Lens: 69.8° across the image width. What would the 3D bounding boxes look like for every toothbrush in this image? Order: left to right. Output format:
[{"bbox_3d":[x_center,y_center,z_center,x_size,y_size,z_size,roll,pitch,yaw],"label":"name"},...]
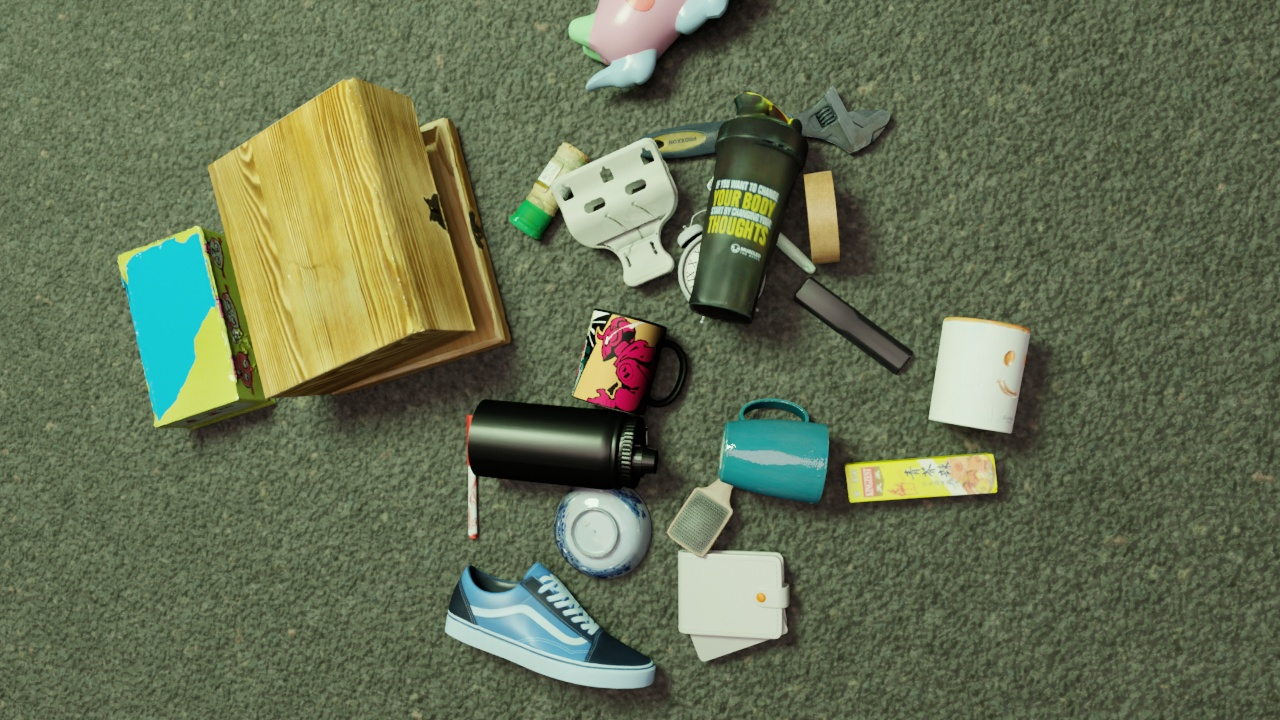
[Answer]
[{"bbox_3d":[0.132,-0.148,1.000,0.155,0.015,0.022,44,130,11],"label":"toothbrush"}]

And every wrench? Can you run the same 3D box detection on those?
[{"bbox_3d":[0.131,-0.249,1.002,0.273,0.022,0.073,-6,93,10],"label":"wrench"}]

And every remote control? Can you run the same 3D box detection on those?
[{"bbox_3d":[0.226,-0.038,0.976,0.136,0.015,0.032,38,95,11],"label":"remote control"}]

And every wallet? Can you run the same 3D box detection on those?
[{"bbox_3d":[0.099,0.263,0.977,0.118,0.037,0.115,-1,87,15],"label":"wallet"}]

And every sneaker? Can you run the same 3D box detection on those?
[{"bbox_3d":[-0.094,0.279,0.992,0.241,0.083,0.098,14,90,14],"label":"sneaker"}]

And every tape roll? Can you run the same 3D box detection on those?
[{"bbox_3d":[0.187,-0.147,0.949,0.027,0.094,0.094,-6,86,11],"label":"tape roll"}]

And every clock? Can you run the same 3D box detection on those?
[{"bbox_3d":[0.086,-0.106,0.997,0.094,0.035,0.122,-12,86,10],"label":"clock"}]

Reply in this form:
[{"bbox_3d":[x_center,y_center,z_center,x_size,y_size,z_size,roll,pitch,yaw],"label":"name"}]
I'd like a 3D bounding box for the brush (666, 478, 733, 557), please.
[{"bbox_3d":[0.083,0.142,0.982,0.050,0.015,0.135,32,81,21],"label":"brush"}]

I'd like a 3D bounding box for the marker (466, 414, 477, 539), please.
[{"bbox_3d":[-0.193,0.133,1.053,0.013,0.012,0.142,-2,87,11],"label":"marker"}]

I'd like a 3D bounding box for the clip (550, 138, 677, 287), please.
[{"bbox_3d":[-0.013,-0.158,1.018,0.126,0.101,0.152,-22,112,10],"label":"clip"}]

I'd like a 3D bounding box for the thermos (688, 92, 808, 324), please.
[{"bbox_3d":[0.108,-0.151,0.937,0.098,0.098,0.220,12,83,11],"label":"thermos"}]

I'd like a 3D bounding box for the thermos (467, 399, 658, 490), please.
[{"bbox_3d":[-0.078,0.093,0.994,0.199,0.086,0.086,4,88,11],"label":"thermos"}]

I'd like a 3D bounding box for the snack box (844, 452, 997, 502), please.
[{"bbox_3d":[0.288,0.121,0.949,0.148,0.029,0.040,-6,86,11],"label":"snack box"}]

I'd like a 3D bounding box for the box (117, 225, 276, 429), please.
[{"bbox_3d":[-0.531,-0.038,1.099,0.124,0.079,0.221,-19,81,9],"label":"box"}]

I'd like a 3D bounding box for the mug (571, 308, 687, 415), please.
[{"bbox_3d":[-0.006,0.006,0.995,0.118,0.082,0.098,15,90,-16],"label":"mug"}]

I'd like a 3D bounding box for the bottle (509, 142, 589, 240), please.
[{"bbox_3d":[-0.102,-0.191,1.036,0.043,0.043,0.111,35,93,11],"label":"bottle"}]

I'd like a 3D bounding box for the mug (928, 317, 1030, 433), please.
[{"bbox_3d":[0.338,0.014,0.918,0.082,0.082,0.105,10,90,11],"label":"mug"}]

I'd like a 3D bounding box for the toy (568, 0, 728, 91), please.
[{"bbox_3d":[0.024,-0.387,0.991,0.171,0.120,0.222,18,90,21],"label":"toy"}]

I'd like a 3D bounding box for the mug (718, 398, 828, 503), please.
[{"bbox_3d":[0.137,0.089,0.956,0.104,0.085,0.112,6,53,3],"label":"mug"}]

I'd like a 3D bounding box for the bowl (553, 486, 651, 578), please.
[{"bbox_3d":[-0.047,0.186,1.004,0.114,0.045,0.114,-1,87,11],"label":"bowl"}]

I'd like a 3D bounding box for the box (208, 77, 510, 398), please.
[{"bbox_3d":[-0.315,-0.117,1.029,0.252,0.191,0.279,-20,84,24],"label":"box"}]
